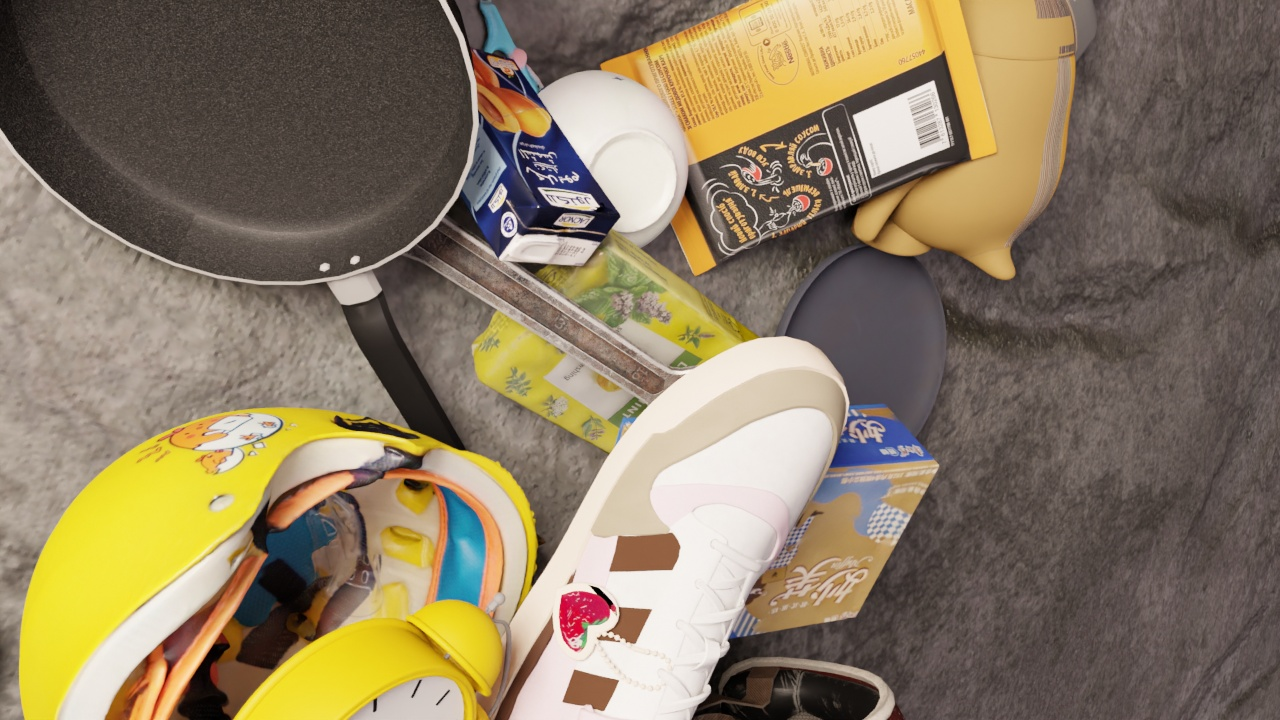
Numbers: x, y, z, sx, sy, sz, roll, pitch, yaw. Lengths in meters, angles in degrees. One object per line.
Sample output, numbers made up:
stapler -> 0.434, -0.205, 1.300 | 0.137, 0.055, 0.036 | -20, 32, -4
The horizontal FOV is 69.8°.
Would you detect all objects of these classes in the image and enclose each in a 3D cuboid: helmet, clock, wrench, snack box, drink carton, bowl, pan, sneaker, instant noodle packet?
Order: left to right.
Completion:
helmet -> -0.180, 0.111, 0.451 | 0.239, 0.140, 0.209 | -10, 119, -56
pan -> -0.156, -0.070, 0.449 | 0.204, 0.044, 0.356 | -12, 135, 6
clock -> -0.114, 0.168, 0.405 | 0.151, 0.052, 0.114 | -20, 127, -47
drink carton -> -0.070, -0.110, 0.488 | 0.064, 0.130, 0.040 | -4, 144, -49
wrench -> -0.061, -0.033, 0.505 | 0.273, 0.010, 0.070 | 33, 112, -10
bowl -> -0.019, -0.114, 0.552 | 0.113, 0.063, 0.113 | -11, 115, -25
snack box -> -0.003, 0.003, 0.575 | 0.121, 0.045, 0.181 | -41, 129, 19
sneaker -> 0.019, 0.124, 0.465 | 0.111, 0.116, 0.294 | 34, 96, -33
snack box -> 0.074, 0.112, 0.616 | 0.202, 0.069, 0.155 | -1, 128, -24
helmet -> 0.081, 0.309, 0.630 | 0.233, 0.234, 0.253 | -1, 83, -72
pan -> 0.127, 0.055, 0.730 | 0.355, 0.021, 0.199 | -45, 121, -18
instant noodle packet -> 0.107, -0.165, 0.601 | 0.221, 0.032, 0.160 | -22, 117, 10

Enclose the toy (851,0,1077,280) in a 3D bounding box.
toy -> 0.241, -0.183, 0.680 | 0.198, 0.162, 0.204 | -19, 132, -32

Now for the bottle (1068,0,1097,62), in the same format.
bottle -> 0.357, -0.298, 0.809 | 0.173, 0.046, 0.084 | -48, 122, -18

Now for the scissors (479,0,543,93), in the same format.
scissors -> -0.074, -0.219, 0.538 | 0.135, 0.015, 0.135 | -36, 121, -24

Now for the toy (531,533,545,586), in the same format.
toy -> -0.094, 0.149, 0.561 | 0.076, 0.063, 0.100 | 57, 47, -48
